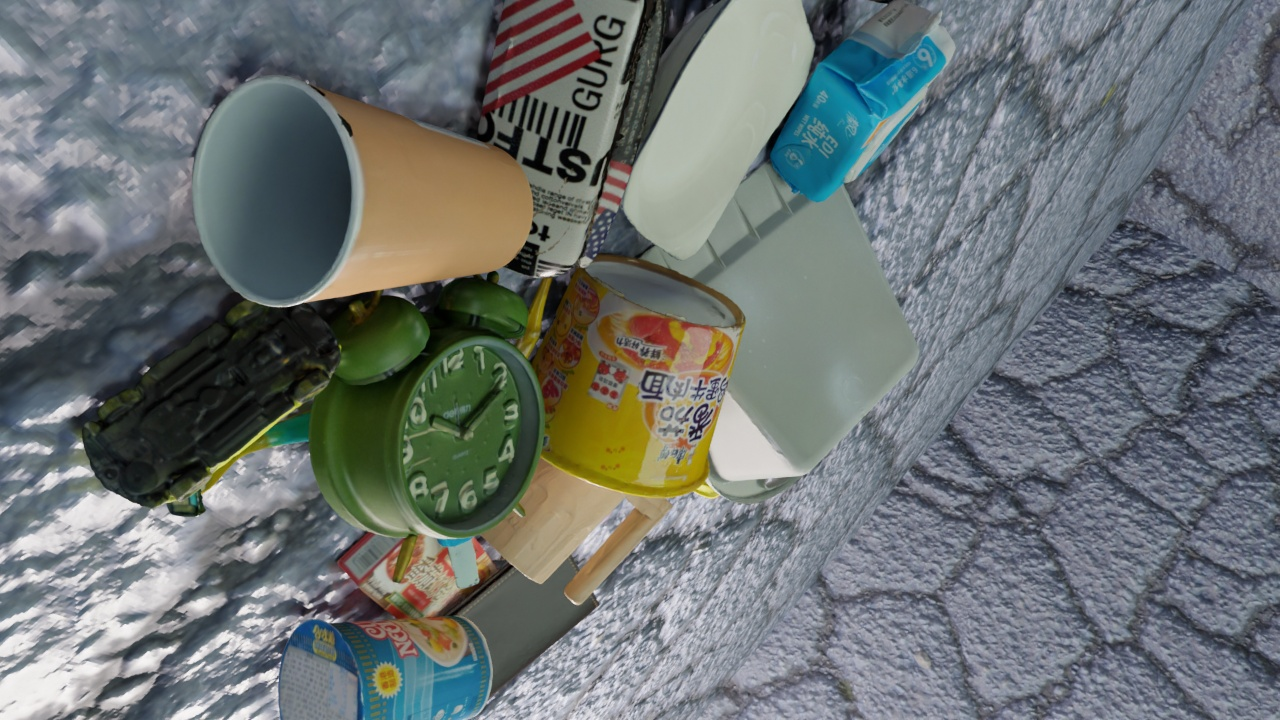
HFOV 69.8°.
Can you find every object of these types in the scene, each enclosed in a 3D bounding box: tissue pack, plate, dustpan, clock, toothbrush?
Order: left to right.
[{"bbox_3d":[-0.102,0.018,0.458,0.115,0.056,0.161,-23,114,-52],"label":"clock"},{"bbox_3d":[-0.064,-0.009,0.539,0.191,0.018,0.016,-68,167,11],"label":"toothbrush"},{"bbox_3d":[0.039,-0.145,0.531,0.163,0.034,0.164,-57,162,3],"label":"plate"},{"bbox_3d":[0.103,-0.010,0.747,0.222,0.258,0.143,-39,-169,-27],"label":"dustpan"},{"bbox_3d":[0.151,-0.175,0.637,0.089,0.063,0.140,-43,173,-21],"label":"tissue pack"}]

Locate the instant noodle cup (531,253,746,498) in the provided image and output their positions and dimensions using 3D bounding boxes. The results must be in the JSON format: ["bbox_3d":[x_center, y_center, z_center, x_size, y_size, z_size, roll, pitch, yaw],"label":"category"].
[{"bbox_3d":[-0.003,0.003,0.574,0.137,0.138,0.110,-13,128,-56],"label":"instant noodle cup"}]

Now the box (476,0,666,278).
[{"bbox_3d":[-0.028,-0.119,0.442,0.087,0.076,0.163,-57,168,-55],"label":"box"}]

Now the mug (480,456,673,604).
[{"bbox_3d":[-0.050,0.105,0.656,0.103,0.084,0.124,-47,117,-6],"label":"mug"}]

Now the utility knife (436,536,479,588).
[{"bbox_3d":[-0.117,0.078,0.557,0.034,0.018,0.192,-35,139,-34],"label":"utility knife"}]

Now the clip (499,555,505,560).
[{"bbox_3d":[-0.085,0.123,0.736,0.034,0.083,0.105,-9,111,-56],"label":"clip"}]

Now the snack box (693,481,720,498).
[{"bbox_3d":[0.049,0.074,0.816,0.082,0.091,0.080,-61,166,-5],"label":"snack box"}]

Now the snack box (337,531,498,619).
[{"bbox_3d":[-0.148,0.143,0.635,0.075,0.025,0.153,-43,156,-18],"label":"snack box"}]

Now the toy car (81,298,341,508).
[{"bbox_3d":[-0.174,0.016,0.378,0.105,0.048,0.032,-43,-178,-21],"label":"toy car"}]

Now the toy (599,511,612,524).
[{"bbox_3d":[-0.028,0.095,0.772,0.083,0.039,0.108,-57,169,-55],"label":"toy"}]

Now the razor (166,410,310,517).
[{"bbox_3d":[-0.164,0.035,0.443,0.132,0.028,0.043,-17,105,-51],"label":"razor"}]

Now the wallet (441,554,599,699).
[{"bbox_3d":[-0.095,0.196,0.702,0.122,0.020,0.096,-37,127,-19],"label":"wallet"}]

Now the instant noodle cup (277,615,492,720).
[{"bbox_3d":[-0.159,0.208,0.592,0.109,0.099,0.099,4,122,-50],"label":"instant noodle cup"}]

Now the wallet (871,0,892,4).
[{"bbox_3d":[0.145,-0.268,0.566,0.115,0.033,0.090,-23,141,-47],"label":"wallet"}]

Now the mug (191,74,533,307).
[{"bbox_3d":[-0.100,-0.064,0.366,0.078,0.078,0.122,-60,161,20],"label":"mug"}]
